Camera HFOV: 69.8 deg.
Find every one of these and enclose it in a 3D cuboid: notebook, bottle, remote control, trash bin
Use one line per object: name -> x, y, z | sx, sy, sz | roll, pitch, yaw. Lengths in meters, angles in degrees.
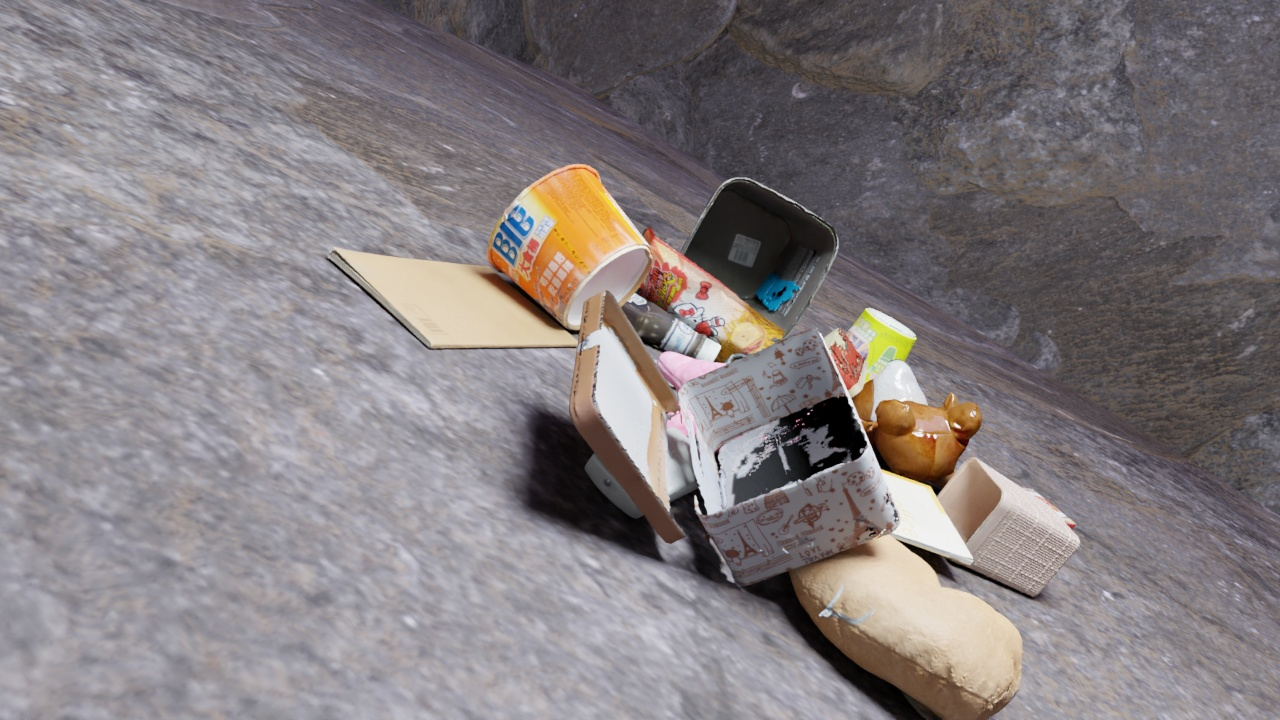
notebook -> -0.169, -0.056, 0.873 | 0.149, 0.012, 0.211 | 39, 20, 25
notebook -> 0.214, 0.130, 0.910 | 0.206, 0.010, 0.145 | 20, 20, -6
bottle -> 0.001, -0.050, 1.063 | 0.195, 0.044, 0.079 | 30, 16, 1
remote control -> 0.012, 0.088, 0.732 | 0.058, 0.021, 0.149 | 42, 22, 18
trash bin -> 0.159, -0.159, 1.383 | 0.198, 0.199, 0.219 | 28, 11, -7

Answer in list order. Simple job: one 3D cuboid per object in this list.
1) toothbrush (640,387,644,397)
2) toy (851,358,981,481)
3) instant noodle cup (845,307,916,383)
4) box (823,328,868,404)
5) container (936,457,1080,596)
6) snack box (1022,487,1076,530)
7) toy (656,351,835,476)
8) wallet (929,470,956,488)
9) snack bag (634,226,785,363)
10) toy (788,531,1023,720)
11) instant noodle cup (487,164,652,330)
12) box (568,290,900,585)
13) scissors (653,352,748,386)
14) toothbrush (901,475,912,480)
toothbrush -> -0.006, 0.006, 0.946 | 0.018, 0.016, 0.181 | 15, 21, -12
toy -> 0.302, 0.064, 1.079 | 0.140, 0.130, 0.199 | 5, 3, -5
instant noodle cup -> 0.319, -0.003, 1.281 | 0.111, 0.124, 0.111 | 26, 18, -9
box -> 0.219, 0.011, 1.118 | 0.077, 0.091, 0.168 | 53, 20, 0
container -> 0.371, 0.173, 0.941 | 0.111, 0.090, 0.089 | 28, 17, -13
snack box -> 0.486, 0.190, 1.166 | 0.152, 0.025, 0.075 | 13, 23, -41
toy -> 0.109, 0.062, 0.862 | 0.194, 0.075, 0.178 | 15, 31, -16
wallet -> 0.389, 0.156, 1.055 | 0.107, 0.031, 0.132 | 28, 3, -18
snack bag -> 0.065, -0.066, 1.099 | 0.208, 0.129, 0.073 | 33, 57, -6
toy -> 0.169, 0.169, 0.669 | 0.226, 0.082, 0.143 | 36, 14, 31
instant noodle cup -> -0.066, -0.111, 0.954 | 0.111, 0.152, 0.151 | 47, 23, 17
box -> 0.072, 0.032, 0.674 | 0.205, 0.158, 0.180 | 55, 17, -25
scissors -> 0.086, 0.024, 1.009 | 0.165, 0.014, 0.162 | 41, 35, -1
toothbrush -> 0.308, 0.137, 1.051 | 0.029, 0.020, 0.189 | -12, 11, 14
